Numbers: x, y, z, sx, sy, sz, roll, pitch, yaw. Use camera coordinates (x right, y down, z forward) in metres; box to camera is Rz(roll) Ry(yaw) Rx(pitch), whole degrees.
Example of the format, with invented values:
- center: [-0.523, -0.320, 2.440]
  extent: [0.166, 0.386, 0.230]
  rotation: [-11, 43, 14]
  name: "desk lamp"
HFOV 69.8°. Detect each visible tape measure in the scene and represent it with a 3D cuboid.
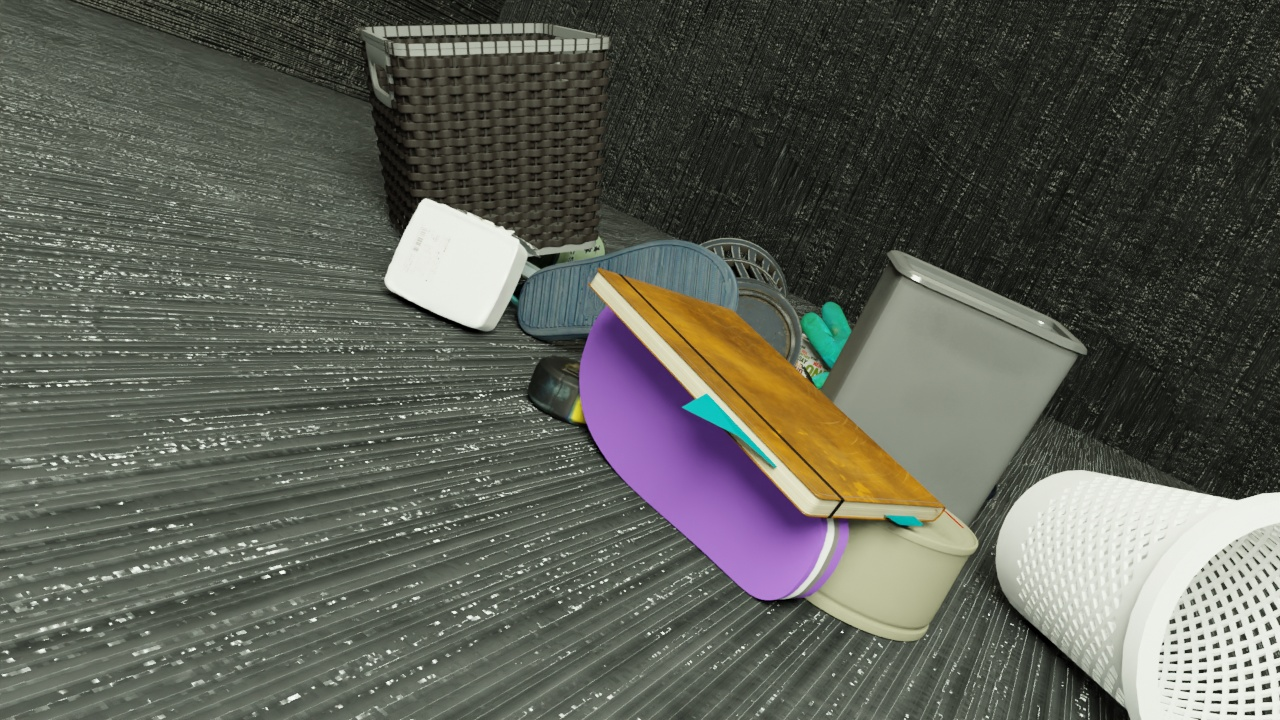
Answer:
- center: [-0.055, 0.024, 0.753]
  extent: [0.071, 0.042, 0.072]
  rotation: [28, 15, 4]
  name: "tape measure"

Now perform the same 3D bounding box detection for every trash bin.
- center: [0.368, 0.166, 0.650]
  extent: [0.195, 0.195, 0.199]
  rotation: [21, 3, -12]
  name: "trash bin"
- center: [0.286, 0.033, 0.909]
  extent: [0.192, 0.220, 0.097]
  rotation: [24, 20, -2]
  name: "trash bin"
- center: [0.115, -0.052, 1.138]
  extent: [0.164, 0.164, 0.227]
  rotation: [23, 16, -6]
  name: "trash bin"

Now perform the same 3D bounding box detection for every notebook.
- center: [0.081, 0.025, 0.604]
  extent: [0.178, 0.014, 0.249]
  rotation: [12, 27, -47]
  name: "notebook"

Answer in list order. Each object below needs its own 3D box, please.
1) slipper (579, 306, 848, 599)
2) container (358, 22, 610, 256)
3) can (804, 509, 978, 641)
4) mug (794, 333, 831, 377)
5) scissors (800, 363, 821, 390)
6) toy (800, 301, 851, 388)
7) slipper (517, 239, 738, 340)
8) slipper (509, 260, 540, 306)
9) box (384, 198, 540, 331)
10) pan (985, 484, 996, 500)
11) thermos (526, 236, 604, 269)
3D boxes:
- center: [0.057, 0.061, 0.652]
  extent: [0.084, 0.107, 0.266]
  rotation: [10, 24, -42]
  name: "slipper"
- center: [-0.189, -0.273, 1.120]
  extent: [0.245, 0.244, 0.247]
  rotation: [-10, 26, -22]
  name: "container"
- center: [0.156, 0.126, 0.635]
  extent: [0.128, 0.073, 0.127]
  rotation: [23, 12, -5]
  name: "can"
- center: [0.223, 0.022, 1.173]
  extent: [0.073, 0.090, 0.105]
  rotation: [32, 15, 33]
  name: "mug"
- center: [0.180, 0.074, 0.840]
  extent: [0.158, 0.012, 0.162]
  rotation: [41, -20, 22]
  name: "scissors"
- center: [0.258, 0.020, 1.082]
  extent: [0.130, 0.073, 0.193]
  rotation: [-25, 83, -37]
  name: "toy"
- center: [-0.006, -0.057, 0.908]
  extent: [0.264, 0.101, 0.082]
  rotation: [0, -12, 38]
  name: "slipper"
- center: [-0.108, -0.074, 1.086]
  extent: [0.098, 0.055, 0.268]
  rotation: [31, 3, 20]
  name: "slipper"
- center: [-0.163, -0.100, 0.904]
  extent: [0.108, 0.128, 0.137]
  rotation: [24, -2, 4]
  name: "box"
- center: [0.263, 0.104, 1.067]
  extent: [0.356, 0.021, 0.199]
  rotation: [13, 16, -31]
  name: "pan"
- center: [-0.129, -0.162, 1.332]
  extent: [0.082, 0.082, 0.231]
  rotation: [27, 13, 14]
  name: "thermos"
